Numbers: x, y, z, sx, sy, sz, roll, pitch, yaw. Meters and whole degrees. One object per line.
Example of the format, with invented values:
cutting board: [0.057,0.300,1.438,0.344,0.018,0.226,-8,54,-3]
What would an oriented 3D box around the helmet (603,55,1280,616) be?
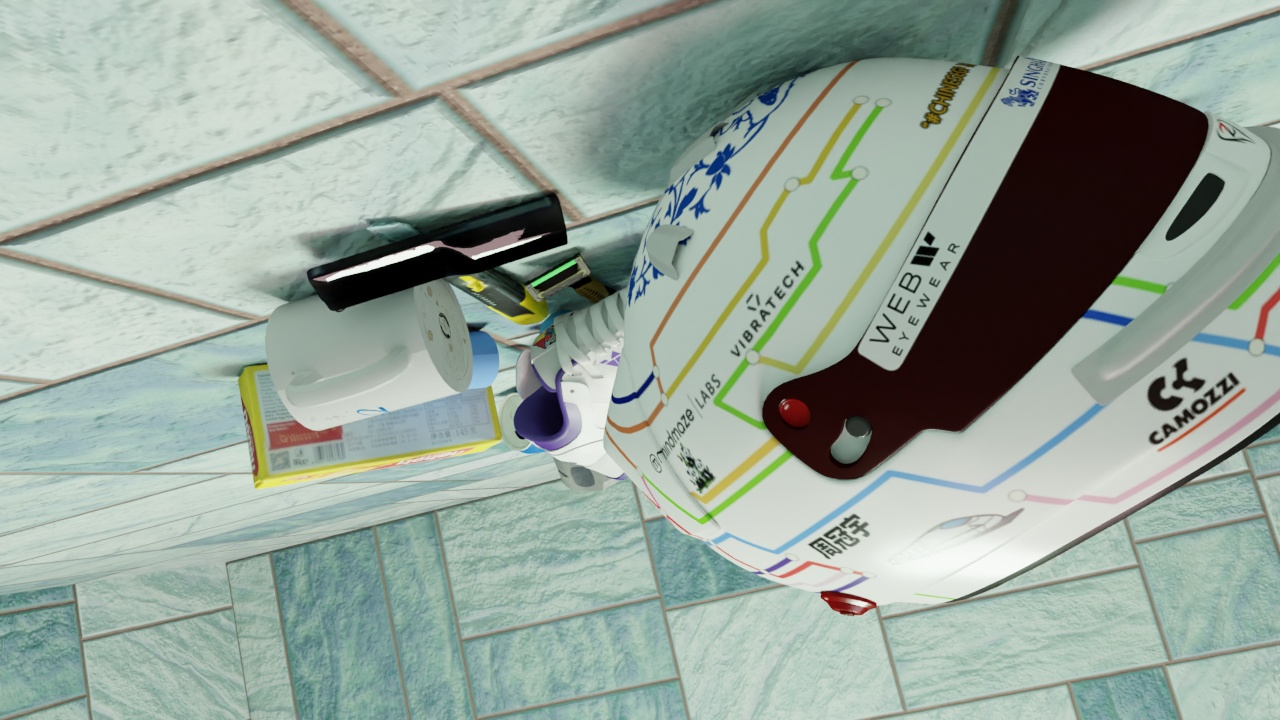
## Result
helmet: [0.115,-0.024,0.432,0.316,0.236,0.230,-51,179,44]

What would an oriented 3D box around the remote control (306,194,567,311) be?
remote control: [-0.110,-0.057,0.511,0.140,0.021,0.045,-18,161,-7]

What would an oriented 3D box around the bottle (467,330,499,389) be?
bottle: [-0.178,0.003,0.724,0.131,0.048,0.048,-5,167,-41]

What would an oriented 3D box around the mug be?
mug: [-0.167,-0.002,0.555,0.096,0.083,0.119,-15,-162,9]

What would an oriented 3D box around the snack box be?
snack box: [-0.220,0.042,0.762,0.200,0.092,0.042,-7,168,-33]

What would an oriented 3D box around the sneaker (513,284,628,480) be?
sneaker: [-0.016,-0.014,0.659,0.111,0.091,0.245,16,127,-23]

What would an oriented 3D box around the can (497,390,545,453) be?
can: [-0.096,0.069,1.124,0.079,0.079,0.145,-22,167,42]

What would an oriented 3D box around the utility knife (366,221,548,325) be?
utility knife: [-0.110,-0.054,0.590,0.029,0.020,0.233,-18,167,12]

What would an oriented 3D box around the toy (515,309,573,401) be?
toy: [-0.005,0.005,0.823,0.224,0.099,0.191,-4,166,0]

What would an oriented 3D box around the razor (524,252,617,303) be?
razor: [-0.038,-0.052,0.679,0.044,0.021,0.144,-27,166,12]

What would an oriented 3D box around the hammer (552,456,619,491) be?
hammer: [0.019,0.048,0.958,0.140,0.035,0.311,-11,-163,31]
